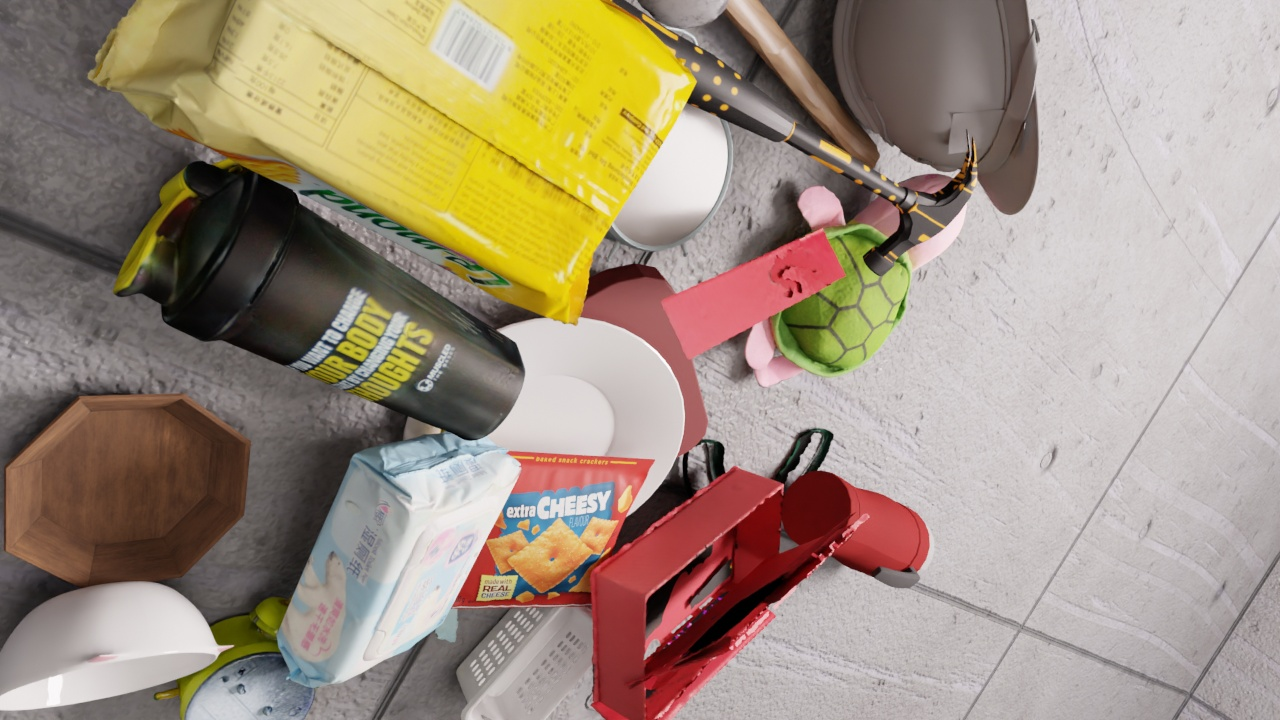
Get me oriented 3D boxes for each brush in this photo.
[{"bbox_3d":[-0.004,0.004,0.705,0.082,0.042,0.173,-21,125,-6],"label":"brush"}]

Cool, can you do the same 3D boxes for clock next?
[{"bbox_3d":[-0.255,0.210,0.620,0.119,0.057,0.083,-34,128,-19],"label":"clock"},{"bbox_3d":[0.009,-0.151,0.645,0.122,0.045,0.159,-8,117,-35],"label":"clock"}]

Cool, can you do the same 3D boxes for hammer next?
[{"bbox_3d":[0.102,-0.223,0.668,0.328,0.052,0.098,29,62,-48],"label":"hammer"},{"bbox_3d":[0.100,-0.158,0.620,0.320,0.036,0.124,22,127,-28],"label":"hammer"}]

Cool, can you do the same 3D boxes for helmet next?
[{"bbox_3d":[0.209,-0.228,0.698,0.118,0.183,0.271,-15,111,4],"label":"helmet"}]

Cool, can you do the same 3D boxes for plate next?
[{"bbox_3d":[-0.069,0.056,0.679,0.208,0.015,0.209,-8,124,-13],"label":"plate"},{"bbox_3d":[-0.299,0.072,0.537,0.131,0.025,0.131,-17,121,-30],"label":"plate"}]

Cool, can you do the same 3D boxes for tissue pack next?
[{"bbox_3d":[-0.158,0.129,0.600,0.111,0.070,0.182,-16,137,-62],"label":"tissue pack"}]

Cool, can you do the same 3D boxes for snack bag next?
[{"bbox_3d":[-0.081,-0.124,0.408,0.247,0.068,0.159,26,94,-42],"label":"snack bag"},{"bbox_3d":[-0.069,0.129,0.689,0.130,0.039,0.144,6,117,-25],"label":"snack bag"}]

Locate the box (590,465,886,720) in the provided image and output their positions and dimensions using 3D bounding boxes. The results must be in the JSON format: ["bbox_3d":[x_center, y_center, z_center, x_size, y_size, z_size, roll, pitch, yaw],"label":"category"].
[{"bbox_3d":[0.109,0.343,0.778,0.213,0.172,0.478,-26,87,-47],"label":"box"}]

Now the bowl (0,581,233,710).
[{"bbox_3d":[-0.312,0.162,0.536,0.114,0.050,0.115,-15,159,-6],"label":"bowl"}]

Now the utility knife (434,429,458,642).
[{"bbox_3d":[-0.139,0.128,0.683,0.030,0.019,0.225,4,122,-10],"label":"utility knife"}]

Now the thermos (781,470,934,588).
[{"bbox_3d":[0.232,0.181,0.934,0.084,0.108,0.198,-45,138,16],"label":"thermos"}]

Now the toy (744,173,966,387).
[{"bbox_3d":[0.185,-0.067,0.794,0.238,0.088,0.190,-42,124,-3],"label":"toy"}]

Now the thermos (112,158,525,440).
[{"bbox_3d":[-0.171,-0.028,0.528,0.220,0.098,0.098,31,92,-36],"label":"thermos"}]

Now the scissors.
[{"bbox_3d":[0.096,0.122,0.871,0.201,0.015,0.204,-53,133,-5],"label":"scissors"}]

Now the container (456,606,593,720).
[{"bbox_3d":[-0.093,0.249,0.767,0.129,0.049,0.081,-47,132,-8],"label":"container"}]
